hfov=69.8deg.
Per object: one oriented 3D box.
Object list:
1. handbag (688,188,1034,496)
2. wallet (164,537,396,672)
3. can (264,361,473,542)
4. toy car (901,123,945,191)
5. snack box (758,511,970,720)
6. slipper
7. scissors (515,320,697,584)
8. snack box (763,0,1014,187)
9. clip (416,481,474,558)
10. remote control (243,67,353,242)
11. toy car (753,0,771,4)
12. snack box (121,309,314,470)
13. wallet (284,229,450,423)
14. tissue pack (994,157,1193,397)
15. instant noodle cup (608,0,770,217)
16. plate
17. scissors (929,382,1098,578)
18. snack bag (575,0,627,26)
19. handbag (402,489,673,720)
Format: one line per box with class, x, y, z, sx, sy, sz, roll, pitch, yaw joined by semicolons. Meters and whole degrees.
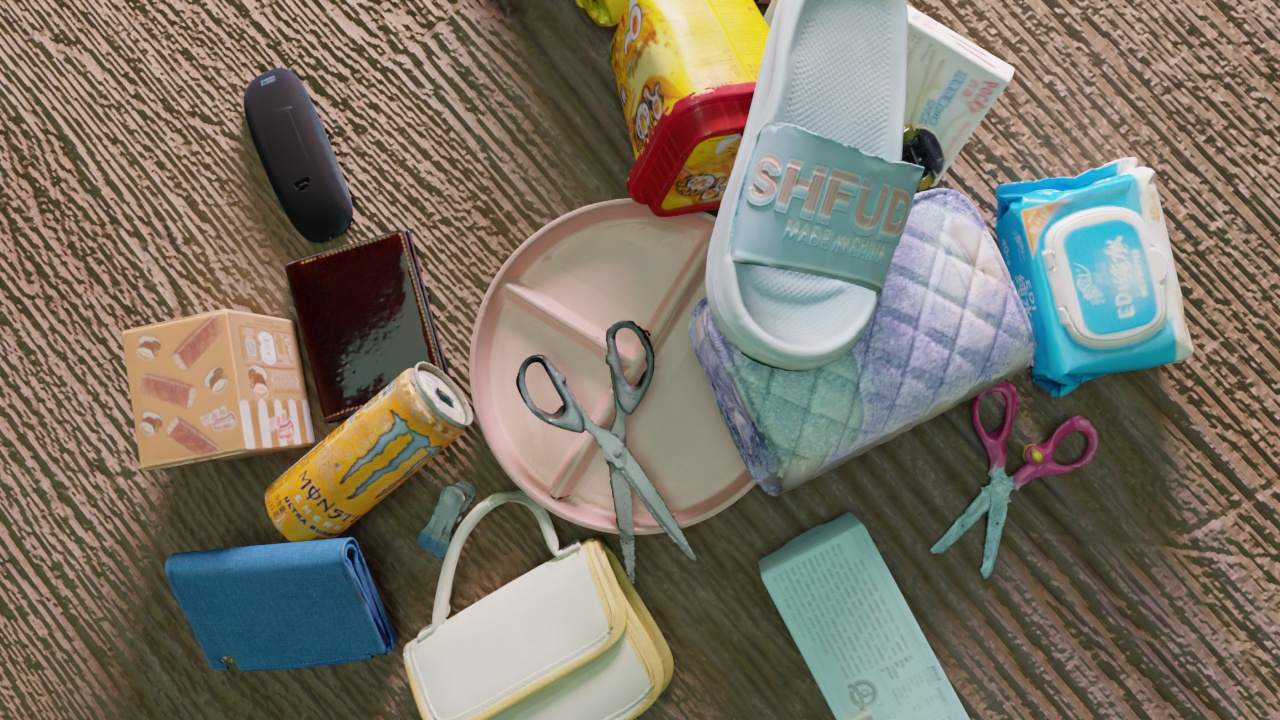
handbag;0.136;-0.015;0.575;0.193;0.076;0.134;-24;88;-9
wallet;-0.244;0.169;0.631;0.133;0.040;0.106;-6;119;10
can;-0.187;0.066;0.630;0.146;0.058;0.058;-39;84;10
toy car;0.152;-0.124;0.601;0.091;0.035;0.042;-20;115;27
snack box;0.149;0.193;0.596;0.074;0.051;0.175;-28;86;4
slipper;0.107;-0.113;0.498;0.104;0.074;0.245;14;82;-22
scissors;-0.018;0.055;0.614;0.173;0.014;0.159;25;93;5
snack box;0.150;-0.190;0.598;0.157;0.026;0.085;34;133;6
clip;-0.138;0.112;0.650;0.024;0.029;0.057;31;99;9
remote control;-0.253;-0.152;0.670;0.053;0.024;0.136;-25;85;4
toy car;0.115;-0.267;0.625;0.122;0.037;0.056;13;83;19
snack box;-0.288;0.021;0.634;0.077;0.092;0.094;-11;87;6
wallet;-0.197;-0.025;0.662;0.096;0.020;0.122;-17;85;1
tissue pack;0.285;-0.053;0.582;0.090;0.063;0.140;-12;87;6
instant noodle cup;0.040;-0.173;0.589;0.116;0.116;0.123;-13;73;-22
plate;-0.004;0.004;0.633;0.229;0.028;0.229;0;87;6
scissors;0.233;0.076;0.609;0.105;0.017;0.136;45;97;5
snack bag;0.027;-0.346;0.610;0.246;0.068;0.158;-29;74;5
handbag;-0.084;0.183;0.623;0.163;0.063;0.178;-31;81;3
